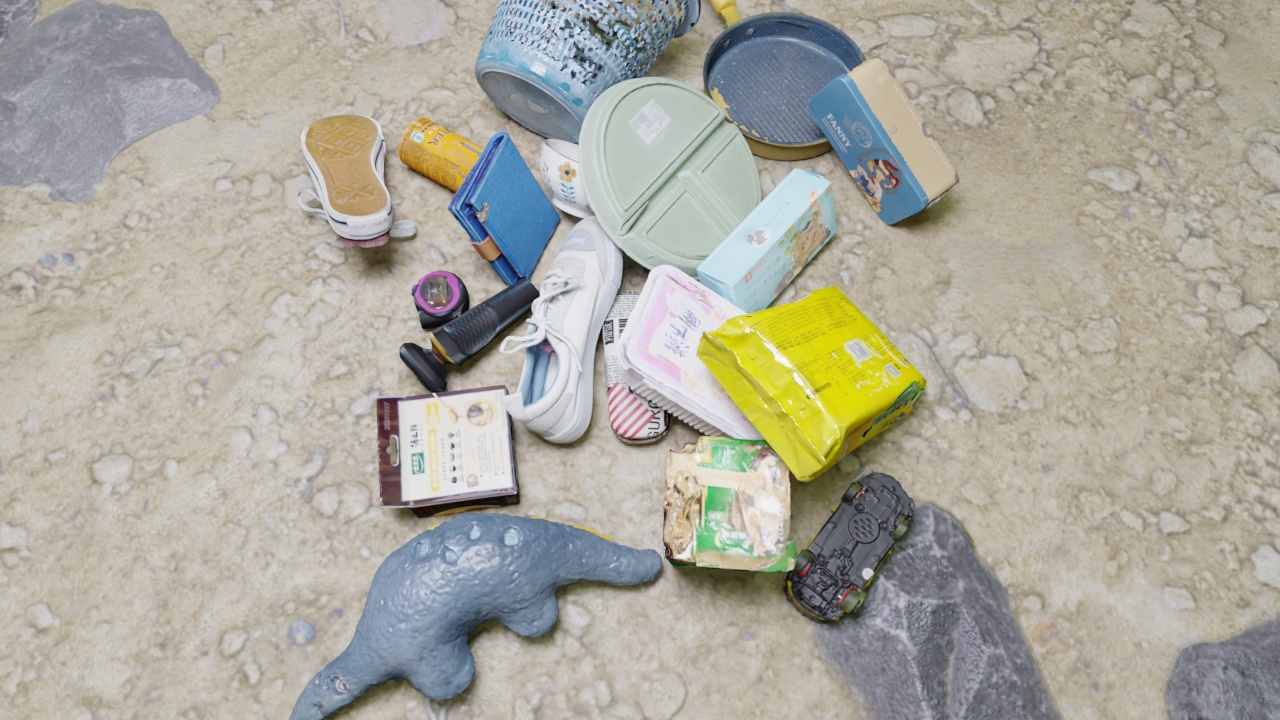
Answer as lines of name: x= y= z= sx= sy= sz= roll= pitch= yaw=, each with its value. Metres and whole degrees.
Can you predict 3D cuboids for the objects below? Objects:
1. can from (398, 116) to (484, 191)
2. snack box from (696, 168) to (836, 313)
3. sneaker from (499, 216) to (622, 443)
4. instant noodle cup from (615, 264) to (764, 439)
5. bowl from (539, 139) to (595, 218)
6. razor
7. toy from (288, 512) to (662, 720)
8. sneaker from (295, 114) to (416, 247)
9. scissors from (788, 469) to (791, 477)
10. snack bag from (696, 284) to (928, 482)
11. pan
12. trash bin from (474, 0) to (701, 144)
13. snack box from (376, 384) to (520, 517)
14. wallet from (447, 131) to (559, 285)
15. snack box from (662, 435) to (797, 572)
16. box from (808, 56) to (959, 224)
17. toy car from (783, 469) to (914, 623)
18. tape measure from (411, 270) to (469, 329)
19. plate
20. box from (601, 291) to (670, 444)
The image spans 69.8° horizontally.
can: x=-0.195 y=-0.214 z=1.019 sx=0.146 sy=0.058 sz=0.058 roll=29 pitch=68 yaw=11
snack box: x=0.136 y=-0.117 z=0.967 sx=0.052 sy=0.074 sz=0.174 roll=31 pitch=67 yaw=33
sneaker: x=-0.085 y=-0.044 z=0.913 sx=0.090 sy=0.090 sz=0.241 roll=-7 pitch=65 yaw=38
instant noodle cup: x=0.057 y=0.004 z=0.895 sx=0.173 sy=0.061 sz=0.137 roll=31 pitch=53 yaw=-10
bowl: x=-0.061 y=-0.192 z=0.999 sx=0.113 sy=0.113 sz=0.062 roll=28 pitch=110 yaw=11
razor: x=-0.168 y=-0.031 z=0.942 sx=0.167 sy=0.068 sz=0.062 roll=-39 pitch=82 yaw=-27
toy: x=-0.159 y=0.213 z=0.820 sx=0.356 sy=0.091 sz=0.138 roll=-25 pitch=97 yaw=-11
sneaker: x=-0.310 y=-0.183 z=0.990 sx=0.118 sy=0.088 sz=0.241 roll=-10 pitch=44 yaw=-19
scissors: x=0.089 y=0.083 z=0.916 sx=0.133 sy=0.017 sz=0.133 roll=-38 pitch=67 yaw=-19
snack bag: x=0.174 y=0.007 z=0.863 sx=0.245 sy=0.068 sz=0.158 roll=-21 pitch=67 yaw=-49
pan: x=0.127 y=-0.393 z=1.094 sx=0.197 sy=0.078 sz=0.357 roll=-31 pitch=70 yaw=-14
trash bin: x=-0.076 y=-0.360 z=1.018 sx=0.226 sy=0.226 sz=0.195 roll=26 pitch=81 yaw=10
snack box: x=-0.185 y=0.087 z=0.887 sx=0.125 sy=0.053 sz=0.113 roll=-7 pitch=66 yaw=-4
wallet: x=-0.139 y=-0.154 z=0.955 sx=0.040 sy=0.133 sz=0.106 roll=12 pitch=64 yaw=29
snack box: x=0.075 y=0.141 z=0.840 sx=0.117 sy=0.106 sz=0.118 roll=5 pitch=67 yaw=-1
box: x=0.260 y=-0.242 z=0.997 sx=0.062 sy=0.090 sz=0.184 roll=-38 pitch=92 yaw=-16
toy car: x=0.198 y=0.174 z=0.862 sx=0.071 sy=0.041 sz=0.155 roll=36 pitch=72 yaw=14
tape measure: x=-0.209 y=-0.065 z=0.962 sx=0.057 sy=0.039 sz=0.057 roll=-8 pitch=66 yaw=-5
plate: x=0.040 y=-0.197 z=0.972 sx=0.230 sy=0.028 sz=0.230 roll=10 pitch=71 yaw=-31
box: x=-0.006 y=0.008 z=0.937 sx=0.072 sy=0.060 sz=0.164 roll=8 pitch=64 yaw=-22
